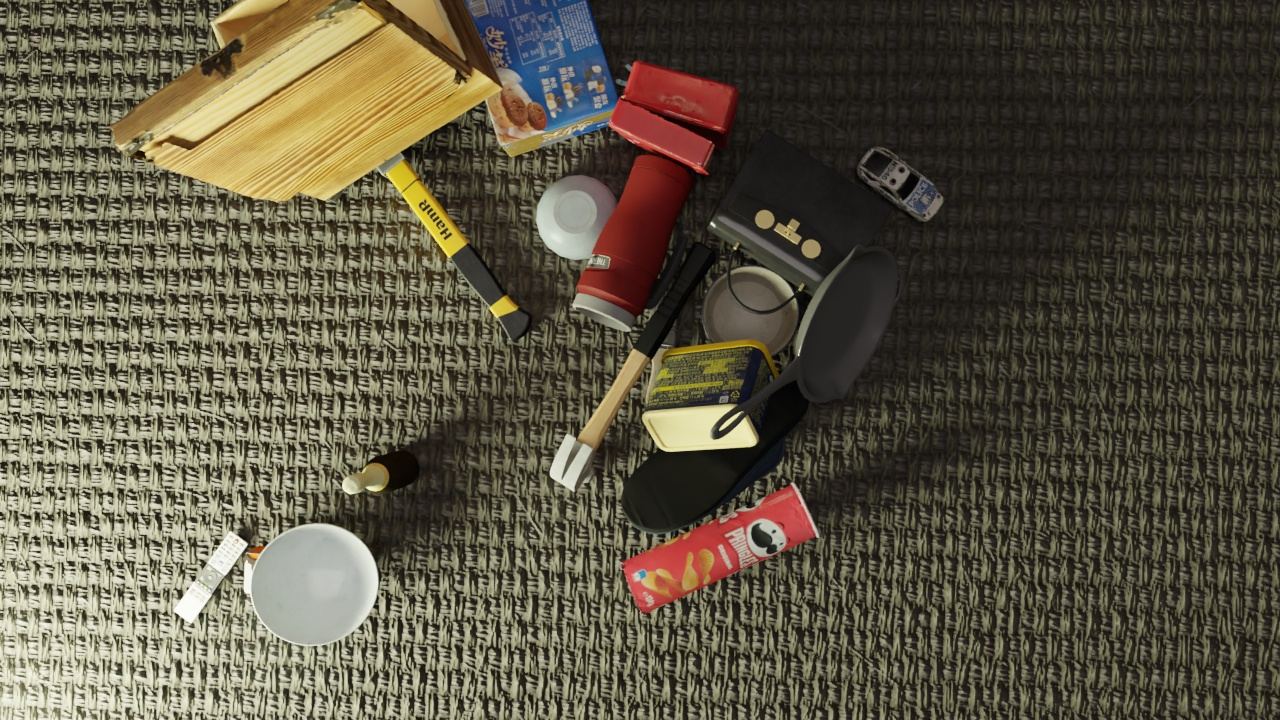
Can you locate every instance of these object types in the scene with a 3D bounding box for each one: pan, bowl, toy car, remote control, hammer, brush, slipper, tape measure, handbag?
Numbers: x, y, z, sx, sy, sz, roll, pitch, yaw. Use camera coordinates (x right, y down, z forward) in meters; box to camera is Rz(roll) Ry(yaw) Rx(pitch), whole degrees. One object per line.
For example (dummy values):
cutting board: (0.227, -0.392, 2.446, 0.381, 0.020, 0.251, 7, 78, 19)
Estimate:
pan: (0.190, -0.012, 1.028, 0.024, 0.217, 0.353, 29, 50, 35)
bowl: (-0.390, 0.263, 1.113, 0.144, 0.074, 0.144, 0, 90, -12)
toy car: (0.317, -0.215, 1.116, 0.113, 0.040, 0.048, 36, 91, 2)
bowl: (-0.079, -0.180, 1.132, 0.106, 0.039, 0.106, 0, 89, 2)
remote control: (-0.540, 0.272, 1.157, 0.028, 0.012, 0.124, 36, 91, 2)
hammer: (-0.006, 0.006, 1.089, 0.039, 0.131, 0.328, 31, 86, 8)
brush: (0.025, -0.017, 1.139, 0.039, 0.012, 0.151, 6, 90, 3)
slipper: (0.099, 0.124, 1.095, 0.265, 0.083, 0.109, -39, 50, -17)
bowl: (0.131, -0.055, 1.111, 0.115, 0.059, 0.115, 0, 89, 2)
hammer: (-0.247, -0.158, 1.145, 0.170, 0.034, 0.324, -38, 89, 2)
tape measure: (-0.466, 0.255, 1.131, 0.038, 0.058, 0.058, 4, 98, 4)
handbag: (0.165, -0.138, 1.074, 0.176, 0.072, 0.195, 33, 70, 2)

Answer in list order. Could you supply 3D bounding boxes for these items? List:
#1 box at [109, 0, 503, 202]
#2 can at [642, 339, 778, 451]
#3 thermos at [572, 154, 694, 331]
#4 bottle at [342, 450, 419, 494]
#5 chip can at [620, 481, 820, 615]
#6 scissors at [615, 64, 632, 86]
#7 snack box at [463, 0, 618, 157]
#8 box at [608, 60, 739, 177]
box: (-0.354, -0.334, 0.963, 0.279, 0.336, 0.286, -27, 83, 13)
can: (0.080, 0.043, 1.060, 0.135, 0.104, 0.075, -7, 131, 29)
thermos: (0.001, -0.135, 1.105, 0.108, 0.084, 0.198, 27, 82, -32)
bottle: (-0.304, 0.134, 1.063, 0.045, 0.184, 0.045, 0, 89, 2)
chip can: (0.094, 0.226, 1.103, 0.233, 0.073, 0.073, -25, 88, 2)
scissors: (0.039, -0.335, 1.142, 0.095, 0.015, 0.142, -44, 94, 2)
snack box: (-0.123, -0.374, 1.122, 0.155, 0.069, 0.202, -18, 88, 2)
box: (0.043, -0.280, 1.062, 0.130, 0.157, 0.098, 21, 100, 2)
